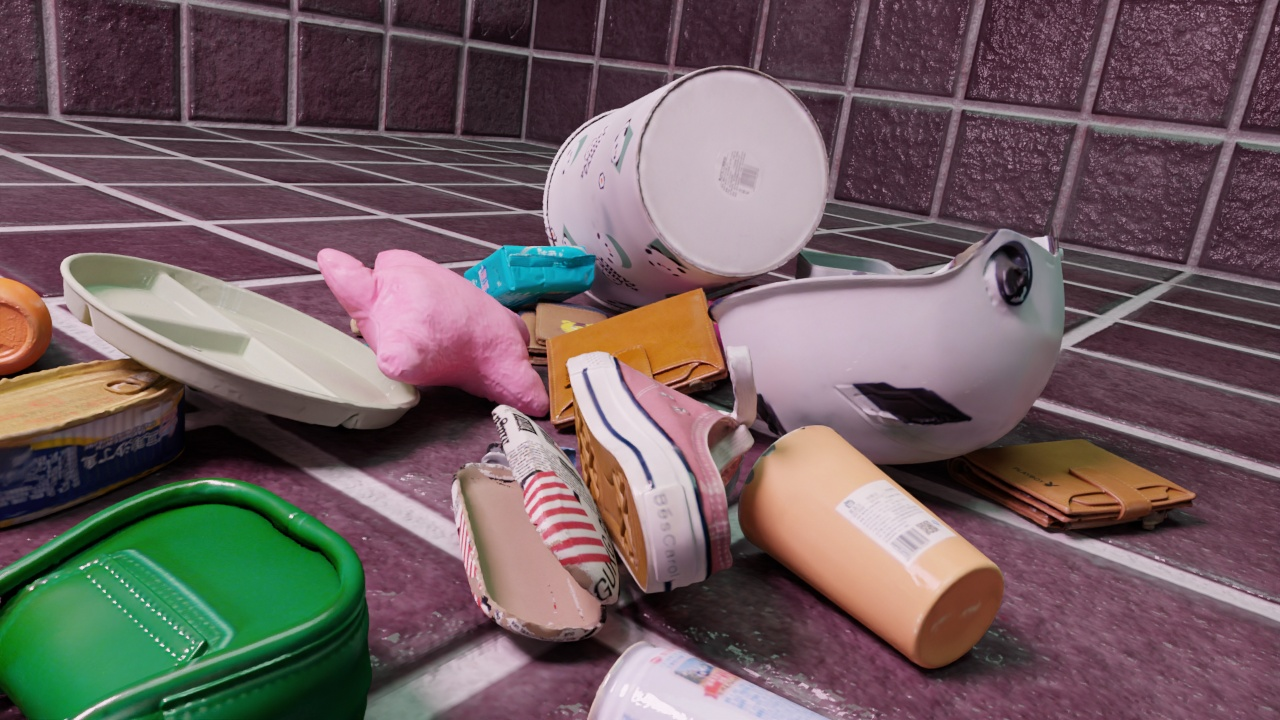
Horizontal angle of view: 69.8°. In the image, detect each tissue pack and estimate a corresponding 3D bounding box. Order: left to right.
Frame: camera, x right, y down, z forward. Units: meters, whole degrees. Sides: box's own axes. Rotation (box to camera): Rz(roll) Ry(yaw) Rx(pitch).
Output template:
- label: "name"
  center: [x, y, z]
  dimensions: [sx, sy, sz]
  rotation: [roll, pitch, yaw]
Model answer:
- label: "tissue pack"
  center: [-0.113, -0.083, 0.918]
  dimensions: [0.093, 0.050, 0.134]
  rotation: [-4, -5, -32]

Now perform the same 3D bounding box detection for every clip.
- label: "clip"
  center: [-0.069, 0.064, 0.565]
  dimensions: [0.058, 0.026, 0.038]
  rotation: [9, 24, 4]

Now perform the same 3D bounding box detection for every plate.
- label: "plate"
  center: [-0.257, -0.011, 0.603]
  dimensions: [0.230, 0.027, 0.230]
  rotation: [26, 5, -3]

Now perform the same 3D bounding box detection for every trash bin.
- label: "trash bin"
  center: [0.042, -0.163, 0.900]
  dimensions: [0.229, 0.229, 0.252]
  rotation: [2, 0, -18]

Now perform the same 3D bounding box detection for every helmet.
- label: "helmet"
  center: [0.177, 0.001, 0.646]
  dimensions: [0.258, 0.146, 0.230]
  rotation: [-12, 1, -44]

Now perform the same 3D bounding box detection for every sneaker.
- label: "sneaker"
  center: [0.015, 0.048, 0.496]
  dimensions: [0.087, 0.118, 0.241]
  rotation: [-10, 14, -11]

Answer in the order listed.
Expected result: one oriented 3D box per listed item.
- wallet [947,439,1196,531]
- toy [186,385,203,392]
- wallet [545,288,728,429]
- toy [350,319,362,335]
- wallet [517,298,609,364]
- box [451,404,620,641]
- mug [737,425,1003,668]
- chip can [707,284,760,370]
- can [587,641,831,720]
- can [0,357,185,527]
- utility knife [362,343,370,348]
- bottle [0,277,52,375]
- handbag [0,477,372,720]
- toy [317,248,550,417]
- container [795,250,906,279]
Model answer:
- label: "wallet"
  center: [0.303, 0.087, 0.649]
  dimensions: [0.131, 0.031, 0.108]
  rotation: [-2, 18, -25]
- label: "toy"
  center: [-0.291, 0.004, 0.659]
  dimensions: [0.096, 0.030, 0.092]
  rotation: [11, 20, -15]
- label: "wallet"
  center: [-0.004, 0.004, 0.679]
  dimensions: [0.131, 0.035, 0.119]
  rotation: [-18, 35, 6]
- label: "toy"
  center: [-0.204, -0.045, 0.793]
  dimensions: [0.105, 0.066, 0.157]
  rotation: [-9, 9, 2]
- label: "wallet"
  center: [-0.069, -0.024, 0.849]
  dimensions: [0.090, 0.033, 0.115]
  rotation: [6, 20, -9]
- label: "box"
  center: [-0.046, 0.069, 0.458]
  dimensions: [0.075, 0.082, 0.163]
  rotation: [18, 11, -20]
- label: "mug"
  center: [0.116, 0.094, 0.466]
  dimensions: [0.078, 0.078, 0.123]
  rotation: [-3, 24, -32]
- label: "chip can"
  center: [0.064, -0.021, 0.824]
  dimensions: [0.071, 0.071, 0.210]
  rotation: [16, 19, 26]
- label: "can"
  center: [0.049, 0.142, 0.302]
  dimensions: [0.135, 0.053, 0.053]
  rotation: [17, 19, 28]
- label: "can"
  center: [-0.309, 0.040, 0.489]
  dimensions: [0.075, 0.049, 0.147]
  rotation: [13, 17, 16]
- label: "utility knife"
  center: [-0.182, -0.007, 0.769]
  dimensions: [0.157, 0.013, 0.029]
  rotation: [3, 10, -15]
- label: "bottle"
  center: [-0.461, -0.032, 0.652]
  dimensions: [0.066, 0.067, 0.150]
  rotation: [-4, 13, -36]
- label: "handbag"
  center: [-0.166, 0.099, 0.322]
  dimensions: [0.131, 0.068, 0.120]
  rotation: [18, 20, 33]
- label: "toy"
  center: [-0.146, -0.029, 0.680]
  dimensions: [0.194, 0.075, 0.178]
  rotation: [18, 27, -52]
- label: "container"
  center: [0.190, -0.039, 0.873]
  dimensions: [0.090, 0.111, 0.090]
  rotation: [6, 16, -2]
